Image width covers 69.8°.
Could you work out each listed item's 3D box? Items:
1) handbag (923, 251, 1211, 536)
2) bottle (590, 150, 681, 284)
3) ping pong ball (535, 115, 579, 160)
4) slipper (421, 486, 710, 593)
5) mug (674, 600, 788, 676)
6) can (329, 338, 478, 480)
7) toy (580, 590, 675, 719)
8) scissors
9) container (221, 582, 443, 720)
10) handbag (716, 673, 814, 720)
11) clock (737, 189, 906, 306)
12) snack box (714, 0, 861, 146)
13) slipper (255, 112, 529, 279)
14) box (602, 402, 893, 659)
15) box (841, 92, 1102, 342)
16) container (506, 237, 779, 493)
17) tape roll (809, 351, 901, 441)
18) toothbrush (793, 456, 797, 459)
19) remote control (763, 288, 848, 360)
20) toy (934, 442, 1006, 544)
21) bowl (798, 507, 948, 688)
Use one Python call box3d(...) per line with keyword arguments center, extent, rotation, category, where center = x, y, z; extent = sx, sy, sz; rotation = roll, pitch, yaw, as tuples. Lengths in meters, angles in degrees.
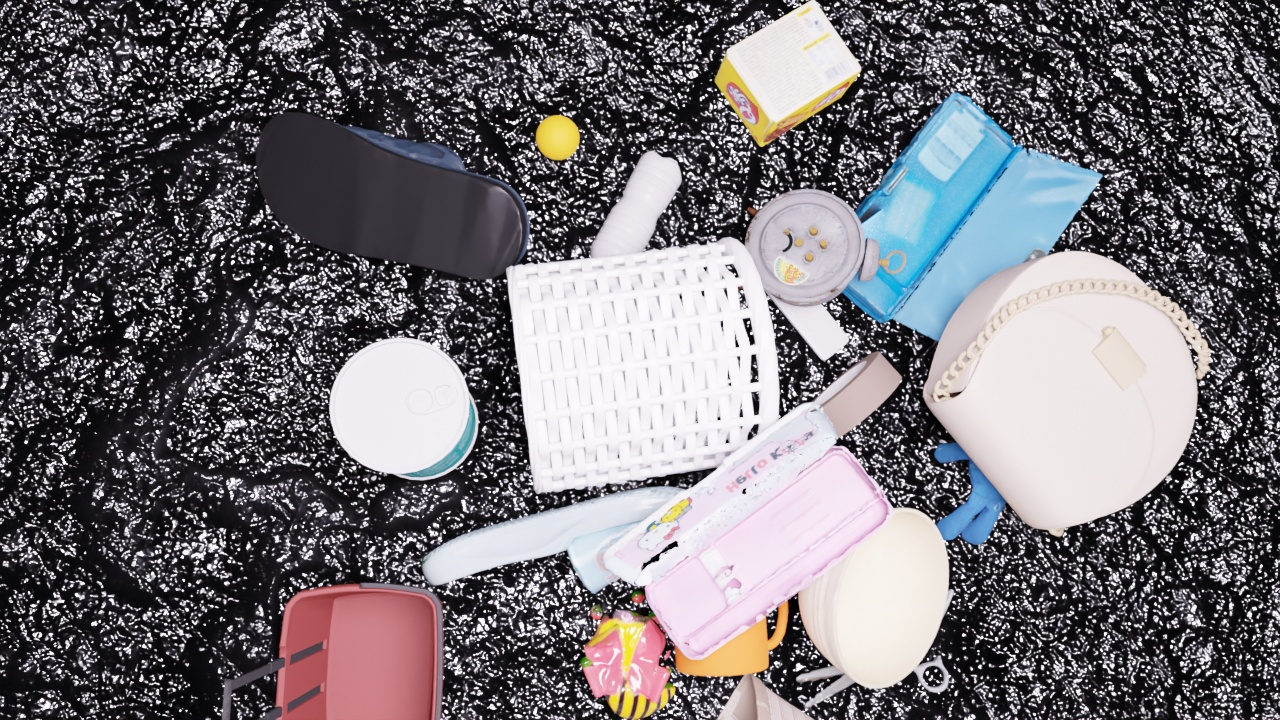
box3d(center=(0.358, 0.021, 0.784), extent=(0.208, 0.103, 0.210), rotation=(-43, 96, -14), category="handbag")
box3d(center=(-0.009, -0.125, 0.839), extent=(0.044, 0.044, 0.136), rotation=(29, 79, -2), category="bottle")
box3d(center=(-0.076, -0.205, 0.845), extent=(0.040, 0.040, 0.040), rotation=(1, 81, -7), category="ping pong ball")
box3d(center=(-0.057, 0.157, 0.763), extent=(0.245, 0.104, 0.074), rotation=(-13, 85, -3), category="slipper")
box3d(center=(0.082, 0.212, 0.786), extent=(0.112, 0.078, 0.096), rotation=(2, 80, -30), category="mug")
box3d(center=(-0.184, 0.044, 0.739), extent=(0.099, 0.144, 0.099), rotation=(1, 81, -7), category="can")
box3d(center=(-0.009, 0.255, 0.781), extent=(0.084, 0.046, 0.103), rotation=(-16, 88, -23), category="toy")
box3d(center=(0.215, 0.257, 0.822), extent=(0.153, 0.014, 0.130), rotation=(13, 80, -8), category="scissors")
box3d(center=(-0.210, 0.239, 0.676), extent=(0.127, 0.201, 0.148), rotation=(1, 81, -7), category="container")
box3d(center=(0.161, 0.332, 0.709), extent=(0.175, 0.198, 0.062), rotation=(35, 78, -1), category="handbag")
box3d(center=(0.161, -0.096, 0.819), extent=(0.148, 0.056, 0.104), rotation=(9, 80, 14), category="clock")
box3d(center=(0.138, -0.271, 0.871), extent=(0.105, 0.061, 0.083), rotation=(-33, 87, -11), category="snack box")
box3d(center=(-0.209, -0.143, 0.806), extent=(0.266, 0.083, 0.109), rotation=(17, 109, 13), category="slipper")
box3d(center=(0.082, 0.130, 0.693), extent=(0.201, 0.101, 0.111), rotation=(-37, 70, 4), category="box")
box3d(center=(0.298, -0.127, 0.872), extent=(0.175, 0.060, 0.231), rotation=(37, 78, 16), category="box")
box3d(center=(-0.005, 0.004, 0.746), extent=(0.186, 0.189, 0.189), rotation=(-7, 82, -7), category="container")
box3d(center=(0.185, 0.034, 0.812), extent=(0.093, 0.094, 0.030), rotation=(-41, 88, -11), category="tape roll")
box3d(center=(0.176, 0.118, 0.837), extent=(0.135, 0.016, 0.021), rotation=(42, 79, 1), category="toothbrush")
box3d(center=(0.143, -0.059, 0.863), extent=(0.033, 0.012, 0.131), rotation=(-38, 87, -9), category="remote control")
box3d(center=(0.309, 0.079, 0.836), extent=(0.112, 0.071, 0.176), rotation=(17, 79, -16), category="toy")
box3d(center=(0.188, 0.193, 0.785), extent=(0.150, 0.075, 0.151), rotation=(-5, 98, -38), category="bowl")
